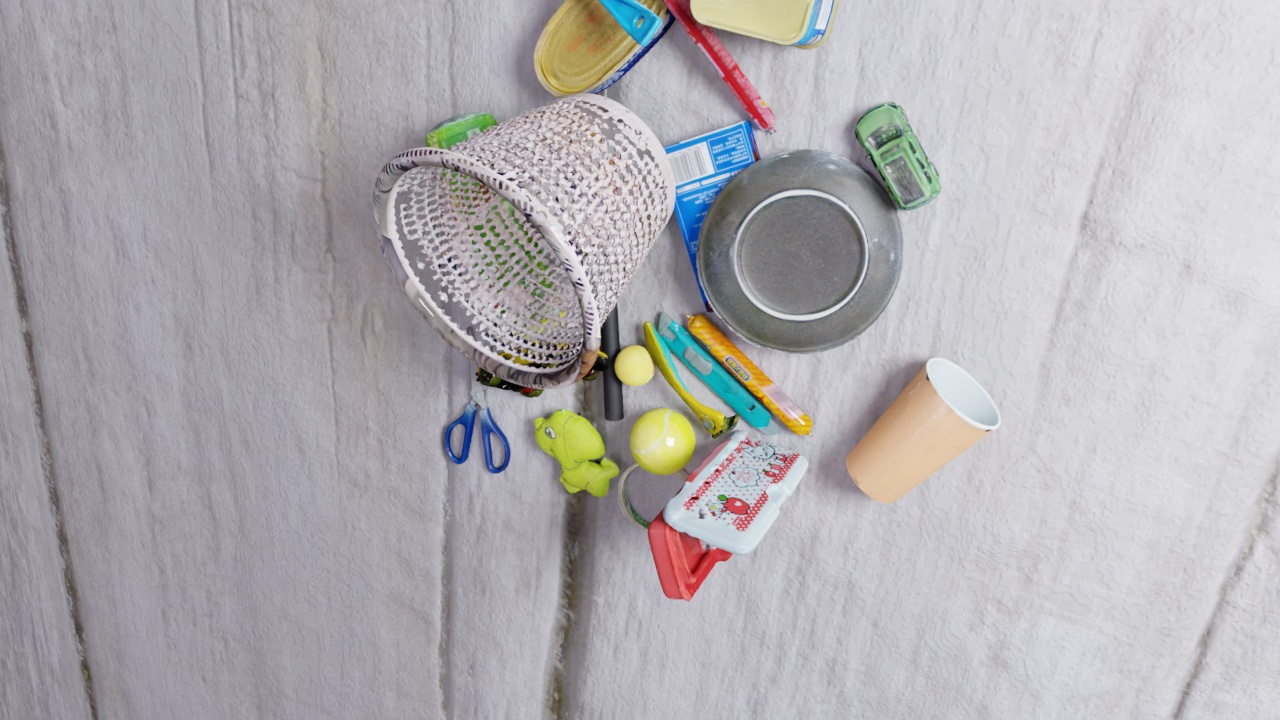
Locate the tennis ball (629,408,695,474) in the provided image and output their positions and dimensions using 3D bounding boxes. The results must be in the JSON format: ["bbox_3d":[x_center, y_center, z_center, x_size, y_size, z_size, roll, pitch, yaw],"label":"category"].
[{"bbox_3d":[0.022,0.080,0.902,0.065,0.065,0.065,8,110,21],"label":"tennis ball"}]

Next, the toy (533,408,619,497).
[{"bbox_3d":[-0.067,0.095,0.967,0.097,0.031,0.100,6,114,22],"label":"toy"}]

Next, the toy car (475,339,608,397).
[{"bbox_3d":[-0.099,0.004,0.922,0.156,0.071,0.041,-14,68,38],"label":"toy car"}]

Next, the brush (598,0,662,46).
[{"bbox_3d":[-0.066,-0.343,0.770,0.083,0.045,0.254,-49,67,18],"label":"brush"}]

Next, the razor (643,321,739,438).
[{"bbox_3d":[0.041,0.018,0.887,0.132,0.028,0.043,53,151,0],"label":"razor"}]

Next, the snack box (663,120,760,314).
[{"bbox_3d":[0.078,-0.127,0.827,0.085,0.026,0.157,-13,102,25],"label":"snack box"}]

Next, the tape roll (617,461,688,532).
[{"bbox_3d":[0.018,0.142,0.955,0.086,0.013,0.086,8,111,22],"label":"tape roll"}]

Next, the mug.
[{"bbox_3d":[0.241,0.067,0.800,0.078,0.078,0.123,41,124,6],"label":"mug"}]

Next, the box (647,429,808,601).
[{"bbox_3d":[0.087,0.127,0.812,0.099,0.200,0.095,-9,102,26],"label":"box"}]

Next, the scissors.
[{"bbox_3d":[-0.187,0.046,1.014,0.141,0.012,0.171,-21,97,28],"label":"scissors"}]

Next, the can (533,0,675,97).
[{"bbox_3d":[-0.028,-0.291,0.805,0.148,0.049,0.074,-38,90,29],"label":"can"}]

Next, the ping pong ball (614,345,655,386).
[{"bbox_3d":[-0.005,0.005,0.903,0.040,0.040,0.040,8,110,21],"label":"ping pong ball"}]

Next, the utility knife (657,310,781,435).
[{"bbox_3d":[0.073,0.015,0.887,0.164,0.013,0.029,43,125,5],"label":"utility knife"}]

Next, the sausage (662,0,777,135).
[{"bbox_3d":[0.068,-0.252,0.771,0.020,0.020,0.156,-30,115,29],"label":"sausage"}]

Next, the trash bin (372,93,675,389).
[{"bbox_3d":[-0.079,-0.120,0.783,0.227,0.191,0.228,25,141,22],"label":"trash bin"}]

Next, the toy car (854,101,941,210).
[{"bbox_3d":[0.210,-0.167,0.752,0.043,0.036,0.091,-29,91,30],"label":"toy car"}]

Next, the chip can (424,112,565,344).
[{"bbox_3d":[-0.141,-0.130,0.898,0.073,0.072,0.221,-14,102,27],"label":"chip can"}]

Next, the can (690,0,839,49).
[{"bbox_3d":[0.098,-0.285,0.731,0.102,0.083,0.057,20,114,16],"label":"can"}]

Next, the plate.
[{"bbox_3d":[0.137,-0.090,0.792,0.179,0.024,0.179,2,104,8],"label":"plate"}]

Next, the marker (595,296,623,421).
[{"bbox_3d":[-0.030,-0.002,0.922,0.020,0.022,0.132,26,123,56],"label":"marker"}]

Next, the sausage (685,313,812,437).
[{"bbox_3d":[0.103,0.013,0.868,0.165,0.021,0.022,45,119,4],"label":"sausage"}]
